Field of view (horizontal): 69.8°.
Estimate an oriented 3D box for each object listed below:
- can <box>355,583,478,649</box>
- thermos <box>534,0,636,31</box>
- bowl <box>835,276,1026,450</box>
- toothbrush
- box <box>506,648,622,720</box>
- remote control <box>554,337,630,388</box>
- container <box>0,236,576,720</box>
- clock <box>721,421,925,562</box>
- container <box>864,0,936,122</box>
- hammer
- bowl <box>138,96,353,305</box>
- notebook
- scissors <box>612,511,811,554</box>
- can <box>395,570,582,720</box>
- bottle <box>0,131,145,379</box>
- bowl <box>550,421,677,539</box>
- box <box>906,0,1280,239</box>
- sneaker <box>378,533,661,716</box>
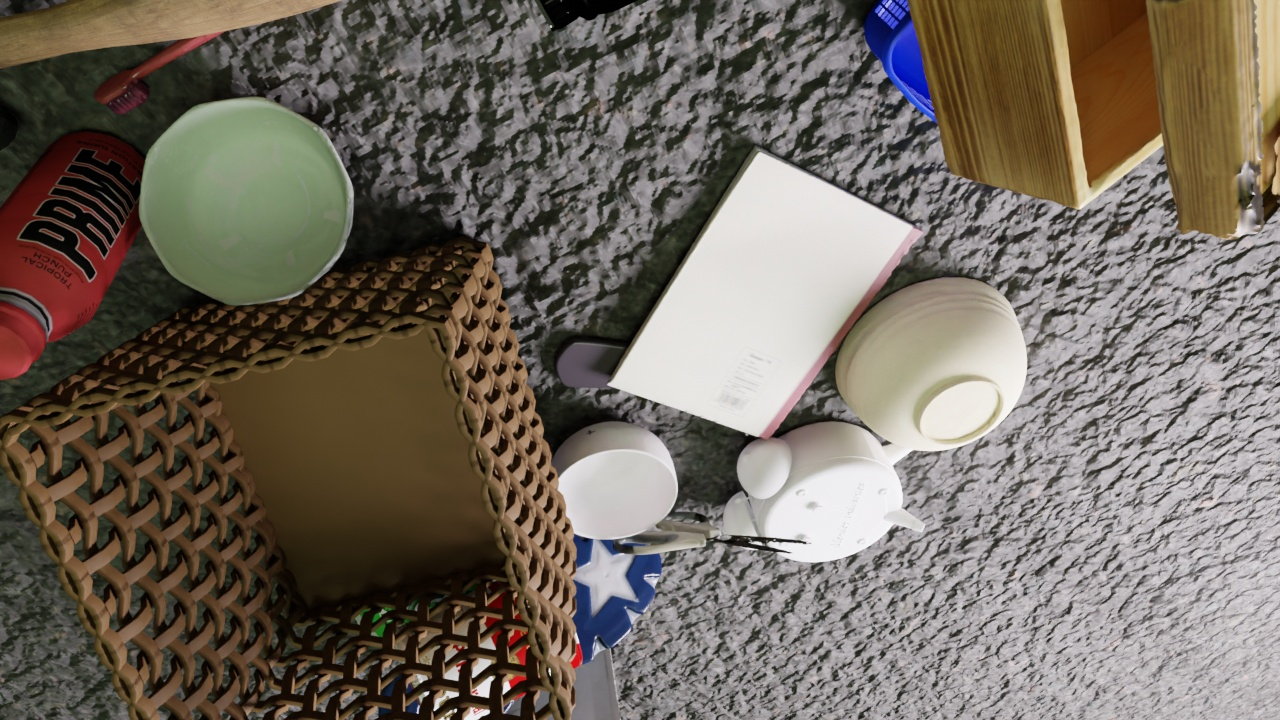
[{"bbox_3d":[-0.174,0.172,0.760,0.087,0.087,0.140,27,120,-28],"label":"can"},{"bbox_3d":[0.011,-0.237,0.461,0.199,0.086,0.086,-23,129,9],"label":"thermos"},{"bbox_3d":[0.236,0.017,0.717,0.150,0.075,0.151,-5,129,-6],"label":"bowl"},{"bbox_3d":[-0.221,-0.187,0.505,0.190,0.016,0.016,-26,145,10],"label":"toothbrush"},{"bbox_3d":[-0.075,0.453,0.784,0.166,0.477,0.119,-9,156,-2],"label":"box"},{"bbox_3d":[-0.004,0.004,0.704,0.124,0.009,0.047,4,128,-14],"label":"remote control"},{"bbox_3d":[-0.174,0.085,0.559,0.219,0.214,0.252,-14,108,1],"label":"container"},{"bbox_3d":[0.157,0.120,0.787,0.161,0.072,0.126,1,129,-11],"label":"clock"},{"bbox_3d":[0.197,-0.195,0.547,0.114,0.058,0.096,25,121,-27],"label":"container"},{"bbox_3d":[-0.238,-0.176,0.449,0.305,0.040,0.132,-10,159,4],"label":"hammer"},{"bbox_3d":[-0.223,-0.090,0.542,0.117,0.061,0.117,0,93,-4],"label":"bowl"},{"bbox_3d":[0.090,-0.038,0.678,0.153,0.012,0.209,20,119,-24],"label":"notebook"},{"bbox_3d":[0.050,0.147,0.748,0.154,0.163,0.012,-9,98,-14],"label":"scissors"},{"bbox_3d":[-0.114,0.214,0.682,0.116,0.086,0.087,-22,133,-21],"label":"can"},{"bbox_3d":[-0.313,-0.057,0.489,0.062,0.176,0.062,-5,129,-7],"label":"bottle"},{"bbox_3d":[-0.024,0.092,0.745,0.105,0.054,0.105,-4,131,-5],"label":"bowl"},{"bbox_3d":[0.244,-0.243,0.399,0.244,0.168,0.279,-38,124,-13],"label":"box"},{"bbox_3d":[-0.104,0.234,0.800,0.268,0.103,0.133,-35,177,-21],"label":"sneaker"}]
